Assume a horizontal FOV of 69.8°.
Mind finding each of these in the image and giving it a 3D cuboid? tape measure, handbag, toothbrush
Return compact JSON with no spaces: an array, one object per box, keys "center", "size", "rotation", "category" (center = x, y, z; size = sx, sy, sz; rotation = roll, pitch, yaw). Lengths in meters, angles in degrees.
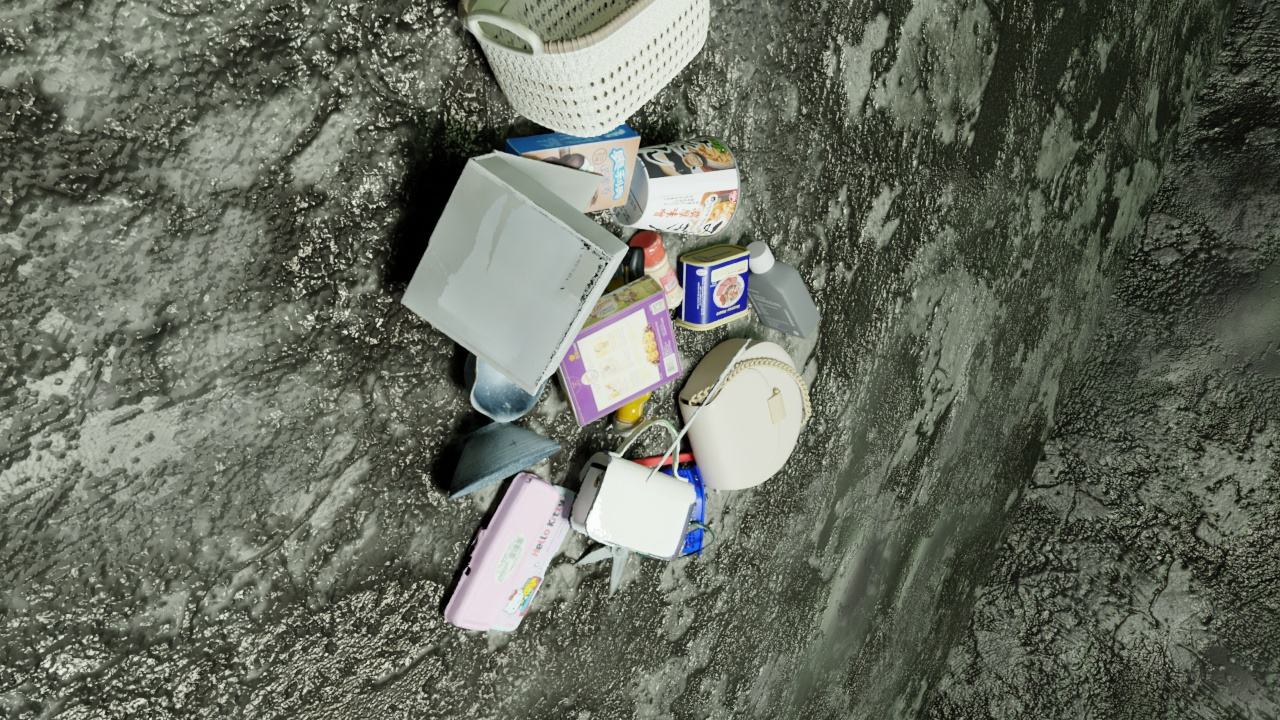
[{"center":[-0.023,-0.106,1.106],"size":[0.034,0.061,0.061],"rotation":[-5,95,-49],"category":"tape measure"},{"center":[-0.001,0.158,1.196],"size":[0.151,0.074,0.176],"rotation":[22,83,-28],"category":"handbag"},{"center":[0.150,0.076,1.371],"size":[0.208,0.103,0.211],"rotation":[-35,120,-36],"category":"handbag"},{"center":[0.041,0.142,1.340],"size":[0.212,0.018,0.012],"rotation":[-1,108,-45],"category":"toothbrush"}]

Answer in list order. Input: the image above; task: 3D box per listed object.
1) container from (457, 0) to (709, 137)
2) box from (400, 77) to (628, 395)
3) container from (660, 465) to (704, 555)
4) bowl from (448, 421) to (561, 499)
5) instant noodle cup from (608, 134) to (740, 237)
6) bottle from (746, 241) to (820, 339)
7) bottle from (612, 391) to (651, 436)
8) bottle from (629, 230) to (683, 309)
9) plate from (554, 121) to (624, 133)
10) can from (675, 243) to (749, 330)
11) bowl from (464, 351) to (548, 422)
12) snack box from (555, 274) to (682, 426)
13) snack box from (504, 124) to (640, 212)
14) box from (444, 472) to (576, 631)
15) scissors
[{"center":[-0.041,-0.336,0.891],"size":[0.245,0.185,0.143],"rotation":[-46,146,-23],"category":"container"},{"center":[-0.130,-0.157,1.000],"size":[0.173,0.421,0.168],"rotation":[25,116,-18],"category":"box"},{"center":[0.055,0.217,1.325],"size":[0.058,0.096,0.114],"rotation":[-1,112,-6],"category":"container"},{"center":[-0.163,0.102,1.035],"size":[0.136,0.137,0.057],"rotation":[-19,81,-43],"category":"bowl"},{"center":[0.032,-0.205,1.089],"size":[0.121,0.124,0.124],"rotation":[-10,115,-36],"category":"instant noodle cup"},{"center":[0.196,-0.106,1.342],"size":[0.046,0.084,0.174],"rotation":[-54,138,-16],"category":"bottle"},{"center":[-0.007,0.007,1.186],"size":[0.053,0.053,0.186],"rotation":[-13,117,-45],"category":"bottle"},{"center":[0.022,-0.114,1.170],"size":[0.044,0.044,0.109],"rotation":[-50,138,-21],"category":"bottle"},{"center":[-0.062,-0.268,1.013],"size":[0.104,0.026,0.104],"rotation":[-24,124,-42],"category":"plate"},{"center":[0.101,-0.102,1.255],"size":[0.116,0.057,0.092],"rotation":[-21,121,-42],"category":"can"},{"center":[-0.156,0.009,1.014],"size":[0.110,0.055,0.110],"rotation":[-23,124,-40],"category":"bowl"},{"center":[-0.030,-0.010,1.090],"size":[0.148,0.040,0.143],"rotation":[-26,135,-13],"category":"snack box"},{"center":[-0.076,-0.201,0.987],"size":[0.151,0.034,0.087],"rotation":[-17,139,-33],"category":"snack box"},{"center":[-0.151,0.245,1.147],"size":[0.152,0.038,0.201],"rotation":[34,82,-51],"category":"box"},{"center":[0.011,0.236,1.265],"size":[0.202,0.015,0.202],"rotation":[9,99,-10],"category":"scissors"}]
